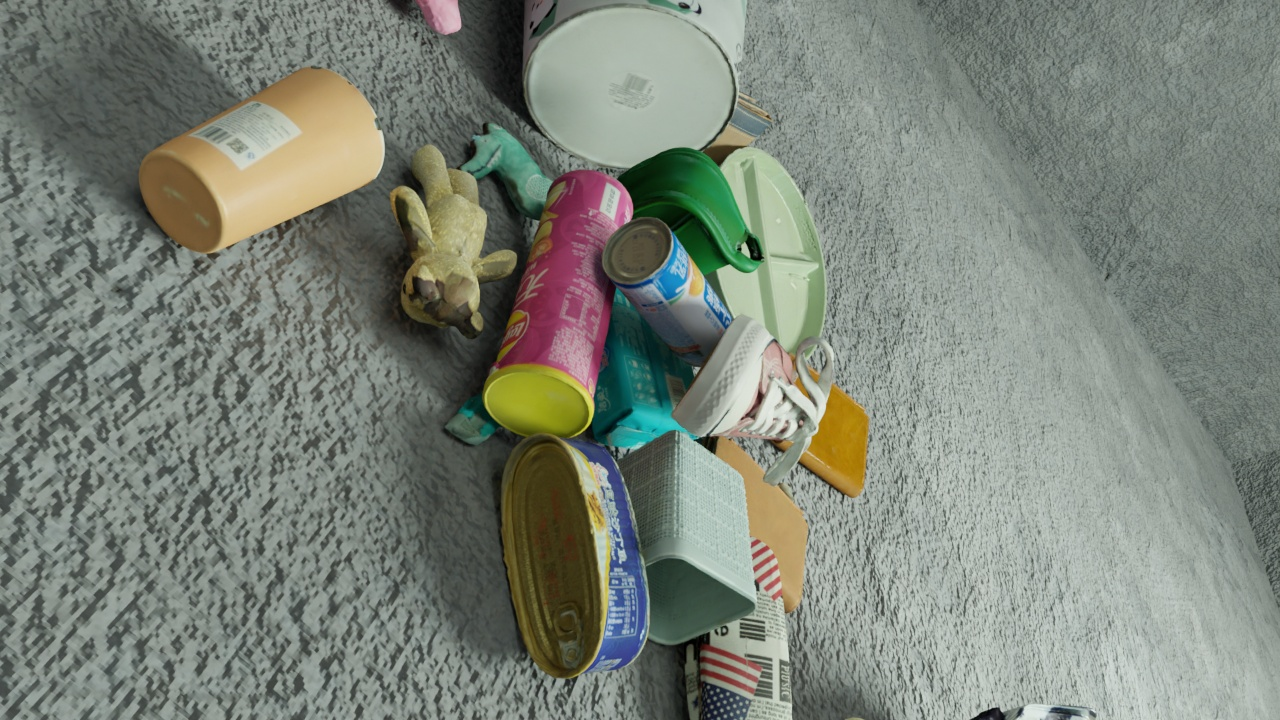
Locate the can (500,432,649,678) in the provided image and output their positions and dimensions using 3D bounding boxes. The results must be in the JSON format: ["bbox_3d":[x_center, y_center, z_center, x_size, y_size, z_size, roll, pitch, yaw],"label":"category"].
[{"bbox_3d":[-0.041,0.119,0.569,0.049,0.075,0.148,16,54,-50],"label":"can"}]

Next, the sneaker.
[{"bbox_3d":[0.095,0.028,0.685,0.088,0.118,0.240,34,8,15],"label":"sneaker"}]

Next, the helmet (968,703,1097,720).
[{"bbox_3d":[0.283,0.392,0.710,0.258,0.146,0.229,-4,67,-44],"label":"helmet"}]

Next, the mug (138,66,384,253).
[{"bbox_3d":[-0.215,-0.113,0.525,0.078,0.078,0.122,51,39,-11],"label":"mug"}]

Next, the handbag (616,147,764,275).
[{"bbox_3d":[0.026,-0.108,0.777,0.120,0.132,0.067,44,48,-28],"label":"handbag"}]

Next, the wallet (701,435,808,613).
[{"bbox_3d":[0.092,0.130,0.765,0.132,0.031,0.107,47,36,-23],"label":"wallet"}]

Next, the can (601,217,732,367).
[{"bbox_3d":[0.025,-0.045,0.669,0.134,0.053,0.053,47,31,-53],"label":"can"}]

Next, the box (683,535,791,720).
[{"bbox_3d":[0.070,0.196,0.644,0.075,0.082,0.163,32,44,-31],"label":"box"}]

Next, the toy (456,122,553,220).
[{"bbox_3d":[-0.104,-0.149,0.733,0.092,0.030,0.096,49,43,-6],"label":"toy"}]

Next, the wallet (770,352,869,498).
[{"bbox_3d":[0.184,0.059,0.922,0.130,0.035,0.118,34,50,-33],"label":"wallet"}]

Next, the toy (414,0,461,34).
[{"bbox_3d":[-0.202,-0.369,0.728,0.194,0.075,0.178,32,51,-35],"label":"toy"}]

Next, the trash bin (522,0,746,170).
[{"bbox_3d":[-0.004,-0.327,0.836,0.229,0.230,0.251,29,51,-37],"label":"trash bin"}]

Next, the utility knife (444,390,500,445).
[{"bbox_3d":[-0.087,0.014,0.643,0.029,0.013,0.157,54,34,-11],"label":"utility knife"}]

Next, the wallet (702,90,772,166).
[{"bbox_3d":[0.068,-0.220,0.926,0.090,0.115,0.033,8,46,-49],"label":"wallet"}]

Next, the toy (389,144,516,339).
[{"bbox_3d":[-0.135,-0.086,0.623,0.105,0.066,0.157,41,29,-44],"label":"toy"}]

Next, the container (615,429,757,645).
[{"bbox_3d":[0.021,0.120,0.637,0.090,0.090,0.111,37,36,-30],"label":"container"}]

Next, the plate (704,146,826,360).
[{"bbox_3d":[0.129,-0.104,0.947,0.230,0.028,0.230,17,67,-48],"label":"plate"}]

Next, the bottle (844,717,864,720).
[{"bbox_3d":[0.151,0.310,0.685,0.149,0.067,0.066,-13,75,-62],"label":"bottle"}]

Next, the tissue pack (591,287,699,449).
[{"bbox_3d":[-0.004,0.004,0.722,0.093,0.050,0.133,17,52,-45],"label":"tissue pack"}]

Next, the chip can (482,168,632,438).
[{"bbox_3d":[-0.053,-0.046,0.651,0.071,0.072,0.210,38,41,-28],"label":"chip can"}]
